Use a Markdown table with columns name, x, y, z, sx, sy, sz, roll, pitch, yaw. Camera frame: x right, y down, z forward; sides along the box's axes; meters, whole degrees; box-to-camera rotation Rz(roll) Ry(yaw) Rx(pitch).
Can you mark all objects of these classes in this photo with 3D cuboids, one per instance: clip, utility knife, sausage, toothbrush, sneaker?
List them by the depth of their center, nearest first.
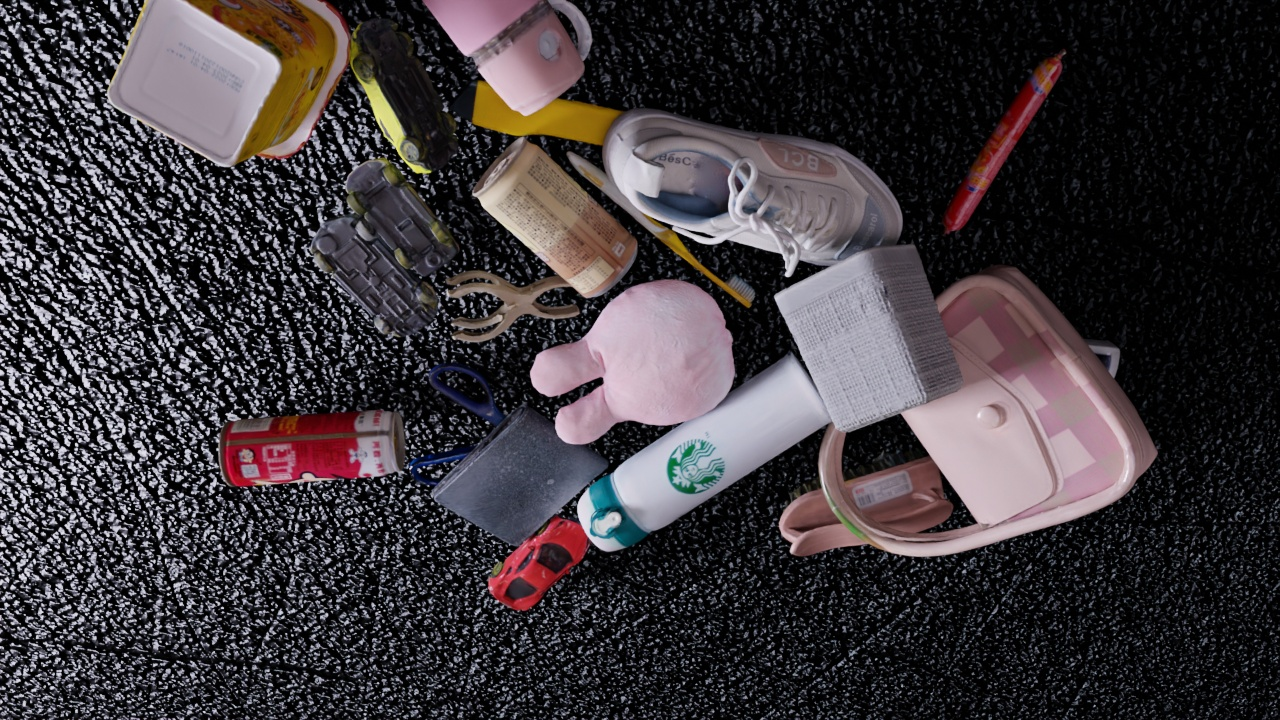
| name | x | y | z | sx | sy | sz | roll | pitch | yaw |
| --- | --- | --- | --- | --- | --- | --- | --- | --- | --- |
| sneaker | 0.094 | -0.114 | 0.652 | 0.242 | 0.090 | 0.090 | 12 | 116 | -20 |
| utility knife | -0.058 | -0.171 | 0.653 | 0.153 | 0.015 | 0.033 | 9 | 122 | -12 |
| sausage | 0.271 | -0.162 | 0.693 | 0.020 | 0.020 | 0.156 | 21 | 113 | -16 |
| clip | -0.102 | -0.056 | 0.698 | 0.104 | 0.034 | 0.084 | -22 | 118 | 0 |
| toothbrush | 0.020 | -0.100 | 0.699 | 0.191 | 0.016 | 0.018 | 37 | 97 | -22 |

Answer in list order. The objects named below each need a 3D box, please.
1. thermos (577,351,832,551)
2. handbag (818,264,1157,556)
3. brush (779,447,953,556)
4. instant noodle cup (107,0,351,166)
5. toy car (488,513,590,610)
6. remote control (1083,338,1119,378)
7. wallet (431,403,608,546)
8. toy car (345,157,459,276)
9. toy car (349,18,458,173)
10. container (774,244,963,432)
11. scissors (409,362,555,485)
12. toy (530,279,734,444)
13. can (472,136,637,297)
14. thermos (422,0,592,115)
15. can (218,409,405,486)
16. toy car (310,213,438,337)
| name | x | y | z | sx | sy | sz | roll | pitch | yaw |
| --- | --- | --- | --- | --- | --- | --- | --- | --- | --- |
| thermos | 0.049 | 0.082 | 0.762 | 0.224 | 0.073 | 0.073 | -34 | 116 | 10 |
| handbag | 0.250 | 0.059 | 0.726 | 0.235 | 0.093 | 0.193 | -39 | 75 | 24 |
| brush | 0.193 | 0.130 | 0.804 | 0.146 | 0.073 | 0.063 | -17 | 118 | 4 |
| instant noodle cup | -0.254 | -0.182 | 0.564 | 0.116 | 0.123 | 0.116 | 30 | 110 | -20 |
| toy car | -0.089 | 0.181 | 0.822 | 0.049 | 0.031 | 0.106 | 39 | 105 | -24 |
| remote control | 0.334 | 0.006 | 0.785 | 0.150 | 0.021 | 0.058 | 5 | 116 | -8 |
| wallet | -0.102 | 0.101 | 0.776 | 0.121 | 0.019 | 0.097 | -43 | 120 | 16 |
| toy car | -0.172 | -0.105 | 0.663 | 0.042 | 0.035 | 0.090 | -35 | 115 | 9 |
| toy car | -0.164 | -0.178 | 0.623 | 0.032 | 0.048 | 0.105 | -5 | 124 | 33 |
| container | 0.172 | -0.015 | 0.679 | 0.090 | 0.090 | 0.114 | -27 | 79 | 38 |
| scissors | -0.118 | 0.063 | 0.769 | 0.175 | 0.012 | 0.162 | -28 | 118 | 6 |
| toy | -0.004 | 0.004 | 0.727 | 0.159 | 0.054 | 0.121 | -21 | 110 | 4 |
| can | -0.060 | -0.102 | 0.664 | 0.059 | 0.058 | 0.116 | -42 | 114 | 14 |
| thermos | -0.108 | -0.256 | 0.578 | 0.198 | 0.067 | 0.087 | 50 | 63 | -22 |
| can | -0.259 | 0.069 | 0.732 | 0.132 | 0.053 | 0.053 | -4 | 117 | -5 |
| toy car | -0.196 | -0.064 | 0.683 | 0.049 | 0.031 | 0.105 | -34 | 117 | 10 |
